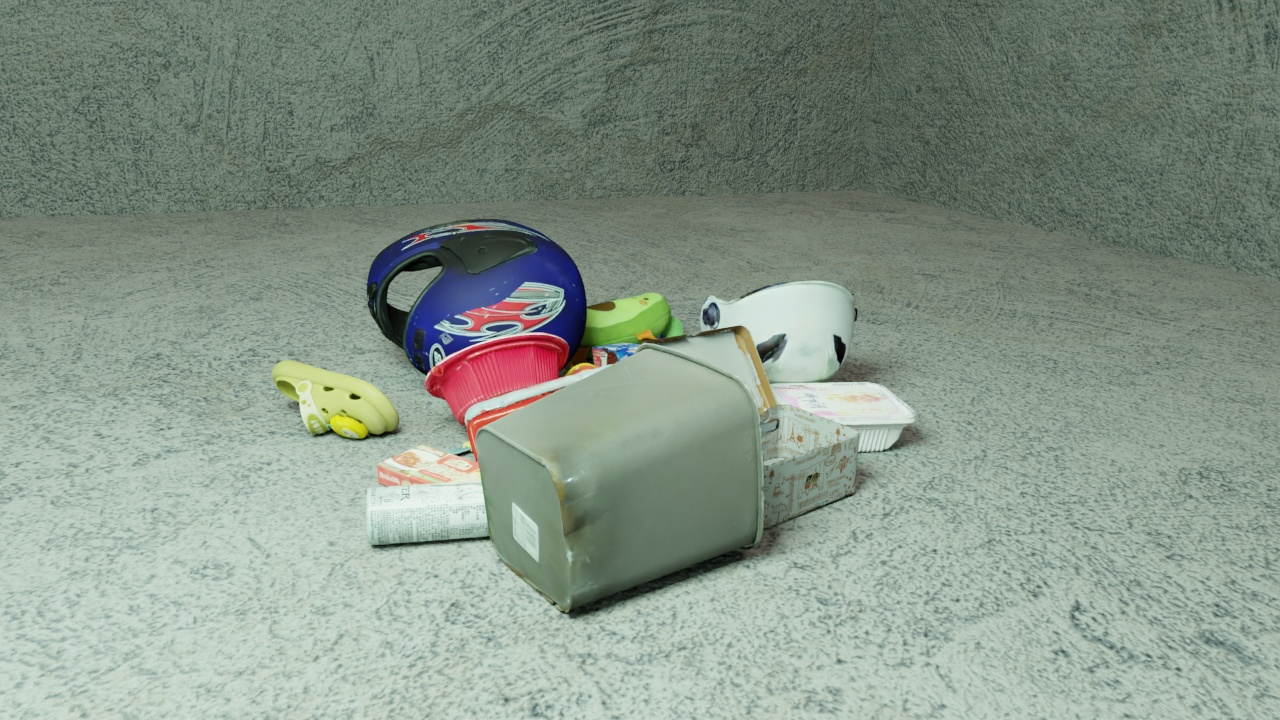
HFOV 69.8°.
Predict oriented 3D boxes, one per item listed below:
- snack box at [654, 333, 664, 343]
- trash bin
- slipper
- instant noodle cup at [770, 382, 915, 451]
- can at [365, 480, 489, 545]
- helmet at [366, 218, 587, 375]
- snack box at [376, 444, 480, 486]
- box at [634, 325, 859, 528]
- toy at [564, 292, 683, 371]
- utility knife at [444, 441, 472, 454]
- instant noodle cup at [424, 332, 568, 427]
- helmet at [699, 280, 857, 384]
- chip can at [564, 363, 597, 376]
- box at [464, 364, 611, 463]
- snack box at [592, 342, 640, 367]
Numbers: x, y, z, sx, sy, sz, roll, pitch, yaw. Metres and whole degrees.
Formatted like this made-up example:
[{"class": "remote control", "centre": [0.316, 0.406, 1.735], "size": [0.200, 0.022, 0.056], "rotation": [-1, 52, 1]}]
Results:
[{"class": "snack box", "centre": [-0.039, -0.057, 1.653], "size": [0.157, 0.026, 0.084], "rotation": [7, 19, 16]}, {"class": "trash bin", "centre": [-0.023, 0.116, 0.895], "size": [0.219, 0.199, 0.199], "rotation": [-20, 26, -33]}, {"class": "slipper", "centre": [-0.405, 0.062, 1.190], "size": [0.191, 0.092, 0.081], "rotation": [18, 62, 16]}, {"class": "instant noodle cup", "centre": [0.262, 0.078, 1.224], "size": [0.173, 0.060, 0.138], "rotation": [-2, 19, -9]}, {"class": "can", "centre": [-0.205, 0.155, 0.940], "size": [0.146, 0.058, 0.058], "rotation": [-2, 19, -13]}, {"class": "helmet", "centre": [-0.233, -0.065, 1.328], "size": [0.315, 0.248, 0.240], "rotation": [-8, 42, -10]}, {"class": "snack box", "centre": [-0.221, 0.136, 1.047], "size": [0.153, 0.025, 0.075], "rotation": [13, 22, 31]}, {"class": "box", "centre": [0.121, 0.077, 1.093], "size": [0.178, 0.131, 0.272], "rotation": [-12, 49, -37]}, {"class": "toy", "centre": [-0.049, -0.054, 1.531], "size": [0.246, 0.090, 0.227], "rotation": [-23, 31, -30]}, {"class": "utility knife", "centre": [-0.182, 0.102, 1.183], "size": [0.194, 0.020, 0.031], "rotation": [-20, 22, -40]}, {"class": "instant noodle cup", "centre": [-0.175, 0.035, 1.182], "size": [0.193, 0.065, 0.194], "rotation": [-18, -19, -7]}, {"class": "helmet", "centre": [0.201, -0.020, 1.331], "size": [0.229, 0.145, 0.259], "rotation": [-1, -8, -15]}, {"class": "chip can", "centre": [-0.022, 0.066, 1.209], "size": [0.073, 0.073, 0.217], "rotation": [-11, 23, -34]}, {"class": "box", "centre": [-0.111, 0.073, 1.132], "size": [0.201, 0.095, 0.101], "rotation": [-17, -3, -9]}, {"class": "snack box", "centre": [-0.008, 0.008, 1.314], "size": [0.057, 0.058, 0.208], "rotation": [-9, 7, -22]}]
